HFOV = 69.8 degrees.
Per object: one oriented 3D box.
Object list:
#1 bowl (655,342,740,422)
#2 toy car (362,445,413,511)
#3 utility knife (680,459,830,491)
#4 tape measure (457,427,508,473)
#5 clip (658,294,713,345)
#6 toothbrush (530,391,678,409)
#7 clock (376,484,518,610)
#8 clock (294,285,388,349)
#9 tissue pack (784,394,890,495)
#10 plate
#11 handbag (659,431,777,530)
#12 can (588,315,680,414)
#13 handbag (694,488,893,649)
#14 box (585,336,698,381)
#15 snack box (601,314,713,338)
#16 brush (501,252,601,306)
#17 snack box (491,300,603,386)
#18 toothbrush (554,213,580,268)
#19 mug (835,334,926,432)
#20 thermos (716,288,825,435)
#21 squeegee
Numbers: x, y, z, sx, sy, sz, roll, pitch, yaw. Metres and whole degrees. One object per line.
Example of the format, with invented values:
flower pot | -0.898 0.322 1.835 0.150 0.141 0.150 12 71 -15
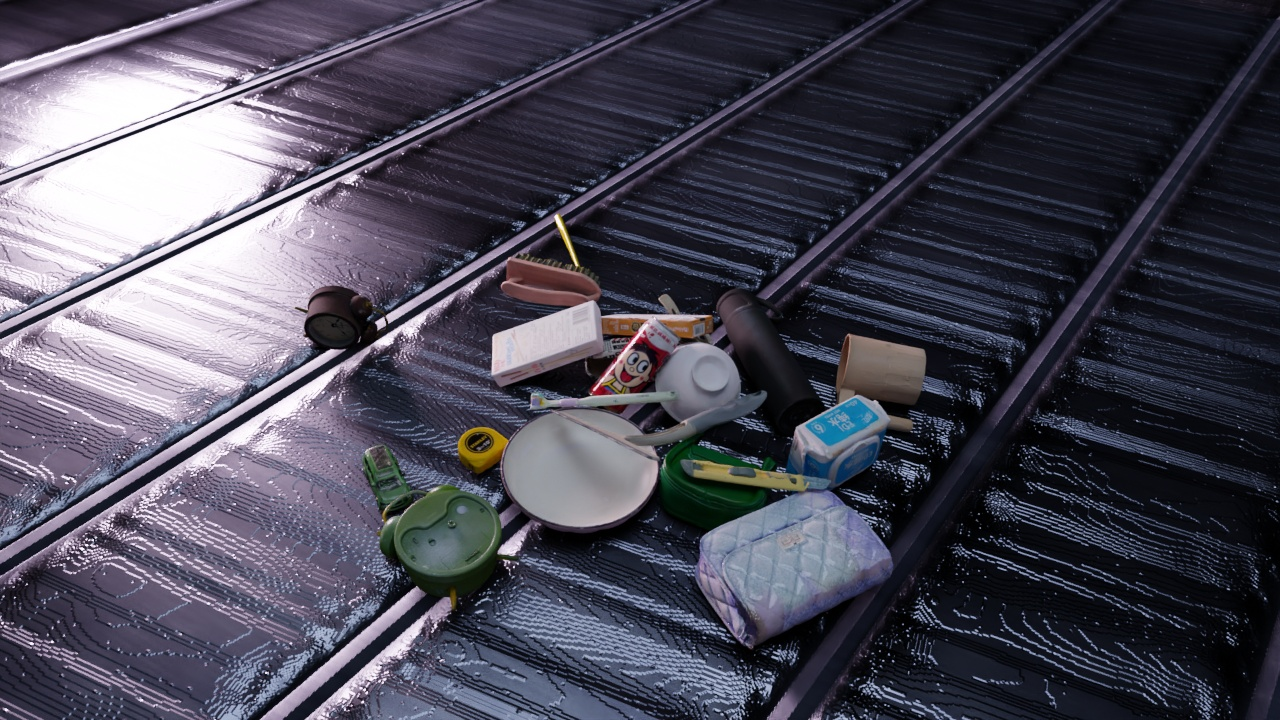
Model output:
bowl | 0.083 0.024 1.198 0.118 0.065 0.118 3 74 -10
toy car | -0.306 0.141 1.105 0.043 0.036 0.091 -19 51 -24
utility knife | 0.134 0.136 1.066 0.178 0.019 0.030 11 41 -5
tape measure | -0.199 0.112 1.147 0.057 0.029 0.059 33 50 26
clip | 0.059 -0.045 1.330 0.097 0.060 0.034 40 54 18
toothbrush | -0.045 0.049 1.169 0.189 0.020 0.029 -2 44 -1
clock | -0.225 0.198 1.032 0.161 0.056 0.115 34 50 28
clock | -0.412 -0.058 1.277 0.122 0.082 0.055 1 47 -1
tissue pack | 0.243 0.110 1.137 0.139 0.090 0.063 -24 49 -27
plate | -0.073 0.138 1.121 0.192 0.039 0.192 2 43 -2
handbag | 0.093 0.143 1.106 0.131 0.068 0.119 18 44 14
can | -0.007 0.007 1.205 0.133 0.053 0.053 -50 57 1
handbag | 0.164 0.224 1.018 0.193 0.076 0.134 -20 48 -23
box | 0.004 -0.017 1.266 0.163 0.077 0.074 -4 34 -6
snack box | 0.017 -0.050 1.281 0.154 0.026 0.075 3 8 27
brush | -0.130 -0.111 1.368 0.146 0.063 0.072 13 40 7
snack box | -0.128 -0.024 1.258 0.157 0.027 0.084 -19 42 11
toothbrush | -0.116 -0.178 1.475 0.016 0.016 0.190 -14 45 -9
mug | 0.322 0.032 1.243 0.103 0.084 0.124 10 68 5
thermos | 0.185 -0.009 1.273 0.090 0.069 0.242 -12 45 -10
squeegee | 0.053 0.076 1.110 0.246 0.039 0.247 -12 14 -28
